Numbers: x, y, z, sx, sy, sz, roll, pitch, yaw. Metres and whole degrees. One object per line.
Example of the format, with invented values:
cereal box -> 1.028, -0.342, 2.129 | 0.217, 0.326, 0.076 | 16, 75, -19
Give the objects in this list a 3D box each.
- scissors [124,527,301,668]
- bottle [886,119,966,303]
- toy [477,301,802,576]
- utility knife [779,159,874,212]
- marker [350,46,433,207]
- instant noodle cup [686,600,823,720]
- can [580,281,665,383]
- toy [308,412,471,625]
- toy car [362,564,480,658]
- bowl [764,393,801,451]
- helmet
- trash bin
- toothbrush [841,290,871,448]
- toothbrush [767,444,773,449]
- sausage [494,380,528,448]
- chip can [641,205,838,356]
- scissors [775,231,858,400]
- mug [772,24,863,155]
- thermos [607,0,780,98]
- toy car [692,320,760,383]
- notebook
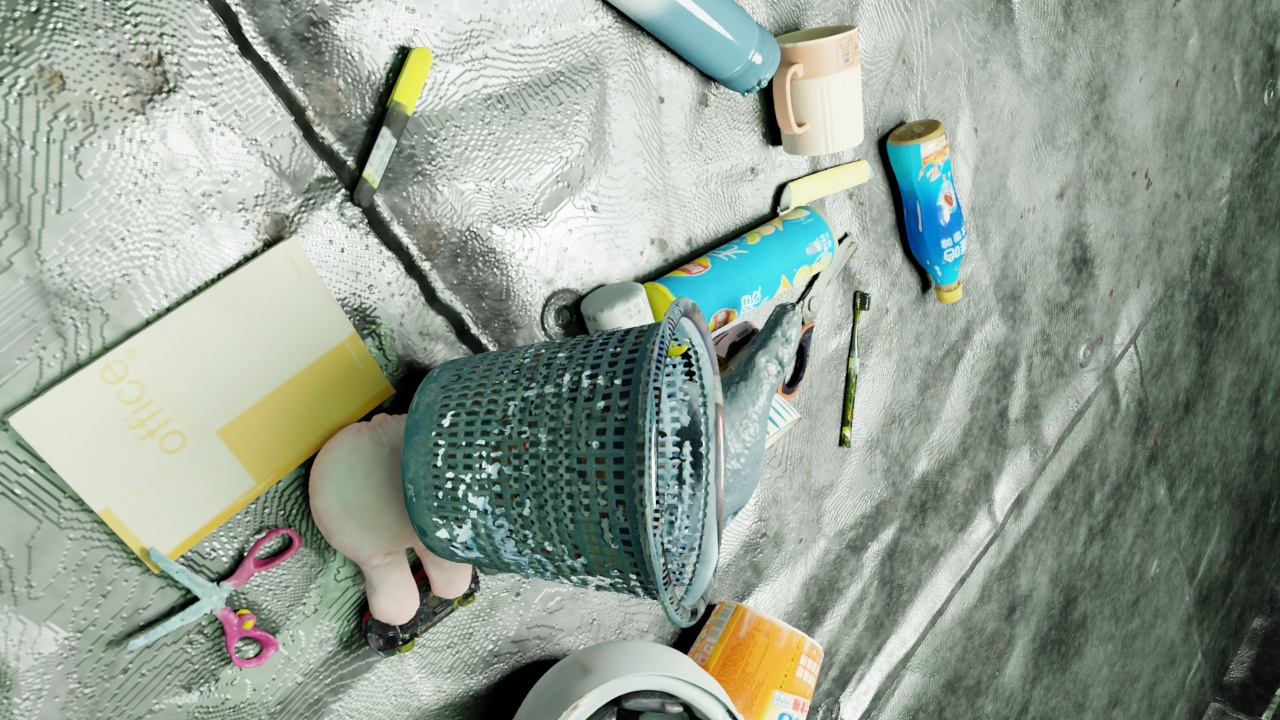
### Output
scissors -> -0.294, 0.166, 0.652 | 0.135, 0.017, 0.133 | -48, 130, -20
bottle -> 0.333, -0.163, 1.048 | 0.065, 0.065, 0.219 | -39, 124, -25
toy -> 0.028, 0.097, 0.795 | 0.356, 0.091, 0.138 | -42, 100, -1
utility knife -> 0.199, -0.185, 0.963 | 0.162, 0.018, 0.031 | -20, 118, -32
marker -> -0.180, -0.168, 0.662 | 0.018, 0.015, 0.124 | 23, 90, -40
instant noodle cup -> 0.114, 0.326, 0.951 | 0.151, 0.152, 0.111 | 44, 65, -37
can -> -0.005, 0.005, 0.820 | 0.058, 0.058, 0.147 | -34, 121, -28
toy -> -0.185, 0.118, 0.700 | 0.121, 0.054, 0.159 | -18, 102, -35
toy car -> -0.179, 0.195, 0.745 | 0.106, 0.031, 0.049 | -35, 120, -37
bowl -> 0.092, 0.067, 0.897 | 0.116, 0.117, 0.066 | -31, 76, -29
helmet -> -0.022, 0.361, 0.834 | 0.229, 0.145, 0.259 | -3, 113, -11
trash bin -> -0.053, 0.070, 0.665 | 0.226, 0.195, 0.226 | -1, 89, -74
toothbrush -> 0.247, 0.012, 1.054 | 0.012, 0.017, 0.186 | -10, 108, -45
toothbrush -> 0.062, 0.137, 0.932 | 0.212, 0.026, 0.027 | -34, 84, -29
sausage -> -0.099, 0.072, 0.785 | 0.021, 0.021, 0.165 | -37, 122, -26
chip can -> 0.094, -0.079, 0.869 | 0.209, 0.071, 0.071 | -30, 119, -30
scissors -> 0.182, -0.040, 0.989 | 0.206, 0.015, 0.194 | -19, 112, -34
mug -> 0.161, -0.251, 0.866 | 0.114, 0.082, 0.106 | -38, 126, -44
thermos -> 0.033, -0.297, 0.769 | 0.220, 0.070, 0.070 | 21, 88, -41
toy car -> 0.076, 0.002, 0.868 | 0.056, 0.037, 0.123 | -29, 161, -26
notebook -> -0.286, 0.029, 0.628 | 0.205, 0.010, 0.146 | -40, 125, -24
